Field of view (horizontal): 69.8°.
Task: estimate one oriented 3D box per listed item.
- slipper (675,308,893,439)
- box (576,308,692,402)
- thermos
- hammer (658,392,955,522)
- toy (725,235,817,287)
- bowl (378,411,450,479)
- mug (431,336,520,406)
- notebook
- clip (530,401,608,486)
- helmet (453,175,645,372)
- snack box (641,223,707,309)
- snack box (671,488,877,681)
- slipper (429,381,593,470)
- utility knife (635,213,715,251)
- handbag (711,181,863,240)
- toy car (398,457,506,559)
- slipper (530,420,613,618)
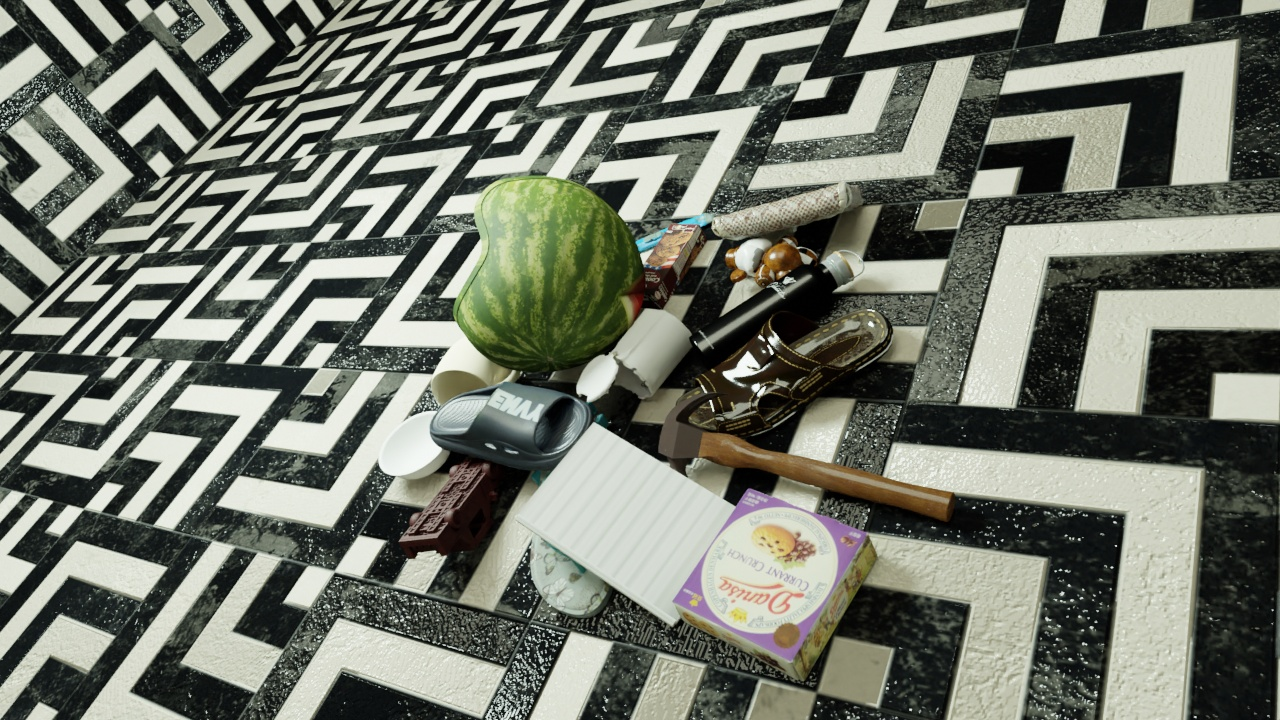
[{"bbox_3d":[0.159,0.005,1.051,0.268,0.076,0.113,-27,39,6],"label":"slipper"},{"bbox_3d":[-0.010,0.005,1.150,0.083,0.092,0.165,13,59,47],"label":"box"},{"bbox_3d":[0.172,-0.066,1.127,0.231,0.061,0.061,-33,39,-2],"label":"thermos"},{"bbox_3d":[0.161,0.110,0.954,0.323,0.033,0.115,12,92,33],"label":"hammer"},{"bbox_3d":[0.165,-0.129,1.203,0.113,0.067,0.087,6,52,48],"label":"toy"},{"bbox_3d":[-0.296,0.124,1.246,0.110,0.040,0.109,-16,41,15],"label":"bowl"},{"bbox_3d":[-0.216,0.015,1.268,0.120,0.096,0.099,-6,38,21],"label":"mug"},{"bbox_3d":[-0.010,0.168,0.980,0.210,0.009,0.142,29,64,23],"label":"notebook"},{"bbox_3d":[-0.090,0.108,1.145,0.127,0.028,0.114,-44,46,-16],"label":"clip"},{"bbox_3d":[-0.114,-0.102,1.212,0.243,0.213,0.246,3,59,10],"label":"helmet"},{"bbox_3d":[0.038,-0.136,1.310,0.051,0.032,0.140,8,54,38],"label":"snack box"},{"bbox_3d":[0.129,0.210,0.885,0.144,0.040,0.147,16,58,42],"label":"snack box"},{"bbox_3d":[-0.172,0.063,1.135,0.269,0.083,0.110,2,45,38],"label":"slipper"},{"bbox_3d":[0.017,-0.180,1.384,0.206,0.015,0.031,-22,36,13],"label":"utility knife"},{"bbox_3d":[0.198,-0.194,1.223,0.186,0.047,0.124,-11,6,24],"label":"handbag"},{"bbox_3d":[-0.219,0.183,1.114,0.070,0.062,0.169,-10,24,24],"label":"toy car"},{"bbox_3d":[-0.088,0.165,1.046,0.098,0.055,0.268,-20,46,12],"label":"slipper"}]
